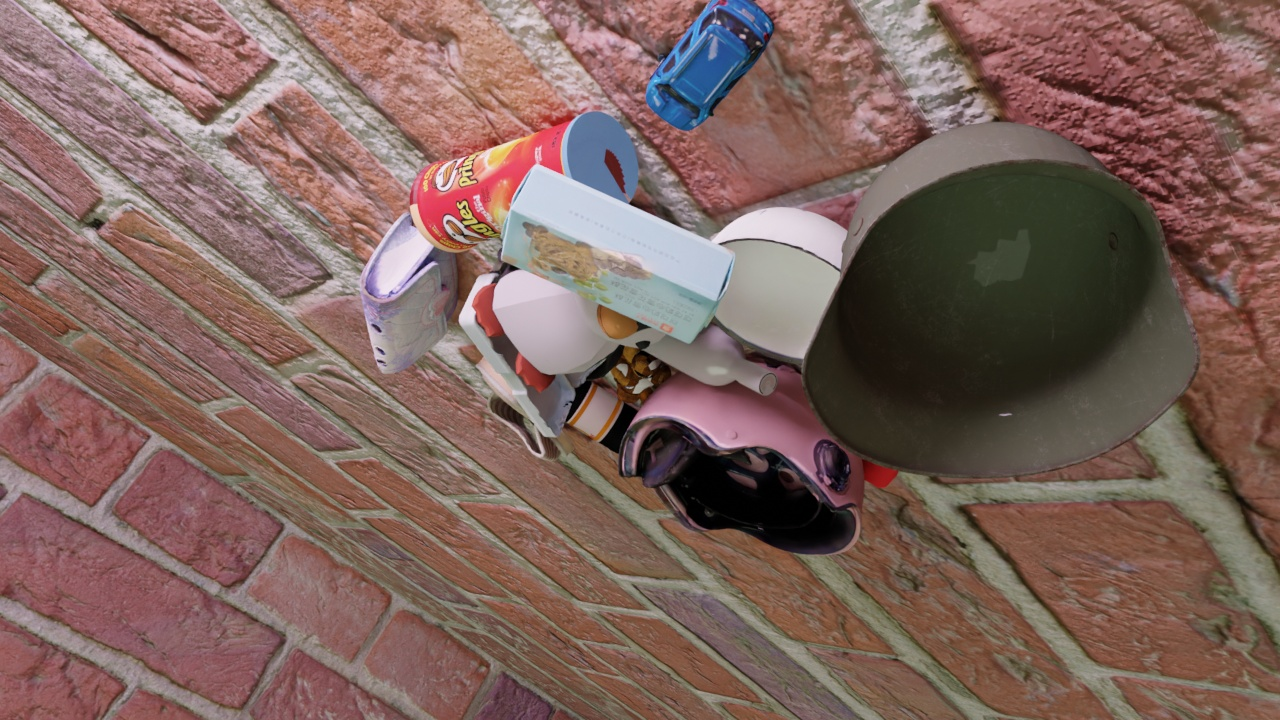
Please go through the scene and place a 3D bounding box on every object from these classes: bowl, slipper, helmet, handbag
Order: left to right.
[{"bbox_3d":[-0.255,-0.068,1.019,0.069,0.126,0.159,23,149,4],"label":"handbag"},{"bbox_3d":[-0.148,0.071,1.158,0.115,0.052,0.263,43,171,22],"label":"slipper"},{"bbox_3d":[0.116,0.093,0.935,0.255,0.152,0.231,32,148,-11],"label":"helmet"},{"bbox_3d":[0.126,-0.069,0.751,0.153,0.072,0.154,21,151,12],"label":"bowl"},{"bbox_3d":[0.222,-0.056,0.599,0.227,0.153,0.268,0,144,11],"label":"helmet"}]

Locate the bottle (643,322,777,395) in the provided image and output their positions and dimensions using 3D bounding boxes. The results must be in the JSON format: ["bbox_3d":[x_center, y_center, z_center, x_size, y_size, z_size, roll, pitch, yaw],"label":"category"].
[{"bbox_3d":[0.053,-0.011,0.852,0.195,0.052,0.052,30,162,49],"label":"bottle"}]

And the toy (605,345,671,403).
[{"bbox_3d":[-0.006,0.006,0.992,0.087,0.067,0.113,45,143,20],"label":"toy"}]

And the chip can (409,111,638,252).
[{"bbox_3d":[-0.107,-0.152,0.803,0.214,0.086,0.087,-5,138,43],"label":"chip can"}]

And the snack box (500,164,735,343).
[{"bbox_3d":[-0.019,-0.081,0.715,0.174,0.053,0.075,25,152,-3],"label":"snack box"}]

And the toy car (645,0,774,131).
[{"bbox_3d":[0.042,-0.203,0.636,0.056,0.043,0.120,34,151,-12],"label":"toy car"}]

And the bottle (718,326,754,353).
[{"bbox_3d":[0.082,-0.053,0.845,0.043,0.043,0.111,4,144,36],"label":"bottle"}]

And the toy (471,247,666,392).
[{"bbox_3d":[-0.034,-0.064,0.843,0.184,0.139,0.159,-11,125,39],"label":"toy"}]

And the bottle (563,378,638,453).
[{"bbox_3d":[-0.086,0.044,1.125,0.181,0.059,0.059,33,151,-9],"label":"bottle"}]

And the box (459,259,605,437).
[{"bbox_3d":[-0.107,-0.025,0.952,0.044,0.135,0.197,10,147,33],"label":"box"}]

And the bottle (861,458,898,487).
[{"bbox_3d":[0.252,0.084,0.920,0.042,0.041,0.142,22,150,10],"label":"bottle"}]

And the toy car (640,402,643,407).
[{"bbox_3d":[0.036,0.068,1.090,0.049,0.030,0.107,9,148,32],"label":"toy car"}]
